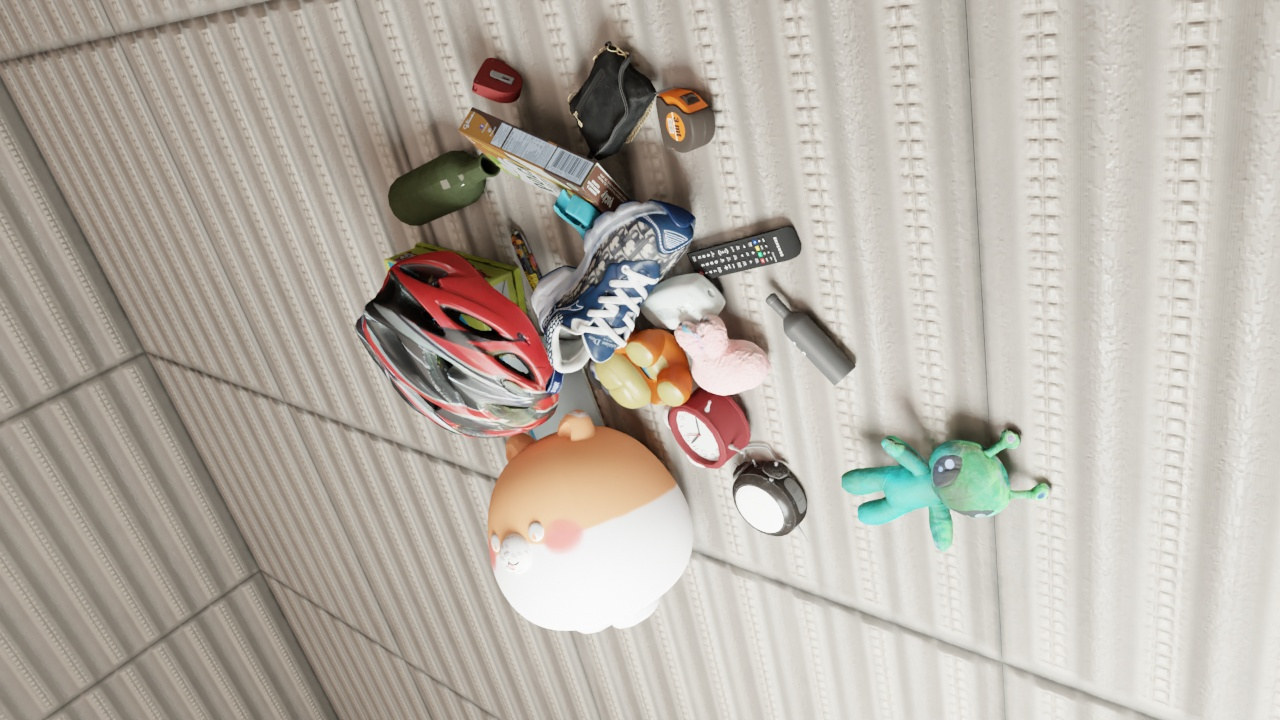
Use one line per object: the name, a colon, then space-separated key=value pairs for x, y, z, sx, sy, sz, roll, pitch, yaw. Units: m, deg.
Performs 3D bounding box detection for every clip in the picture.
clip: x=-0.048 y=-0.148 z=1.021 sx=0.103 sy=0.027 sz=0.120 roll=20 pitch=171 yaw=35

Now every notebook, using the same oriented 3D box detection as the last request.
notebook: x=-0.118 y=0.076 z=1.332 sx=0.181 sy=0.009 sz=0.253 roll=4 pitch=121 yaw=44

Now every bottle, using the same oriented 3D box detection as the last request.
bottle: x=0.170 y=-0.025 z=0.939 sx=0.113 sy=0.030 sz=0.030 roll=47 pitch=142 yaw=7
bottle: x=-0.249 y=-0.227 z=1.182 sx=0.207 sy=0.071 sz=0.071 roll=-8 pitch=113 yaw=48

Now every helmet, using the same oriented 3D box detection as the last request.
helmet: x=-0.224 y=-0.006 z=1.146 sx=0.272 sy=0.166 sz=0.218 roll=43 pitch=146 yaw=-5

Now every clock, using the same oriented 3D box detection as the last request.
clock: x=0.076 y=0.082 z=1.098 sx=0.096 sy=0.048 sz=0.138 roll=57 pitch=150 yaw=-5
clock: x=0.150 y=0.163 z=1.095 sx=0.091 sy=0.043 sz=0.123 roll=-9 pitch=112 yaw=49

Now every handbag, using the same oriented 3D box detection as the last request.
handbag: x=-0.035 y=-0.267 z=0.947 sx=0.079 sy=0.054 sz=0.129 roll=54 pitch=145 yaw=5

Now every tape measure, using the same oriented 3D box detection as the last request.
tape measure: x=0.047 y=-0.237 z=0.900 sx=0.059 sy=0.038 sz=0.058 roll=24 pitch=135 yaw=51
tape measure: x=-0.159 y=-0.318 z=1.040 sx=0.051 sy=0.058 sz=0.019 roll=19 pitch=139 yaw=-5

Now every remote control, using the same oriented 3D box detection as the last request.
remote control: x=0.103 y=-0.110 z=0.954 sx=0.147 sy=0.015 sz=0.033 roll=-8 pitch=112 yaw=49
remote control: x=0.044 y=-0.064 z=1.029 sx=0.060 sy=0.028 sz=0.115 roll=43 pitch=152 yaw=-19

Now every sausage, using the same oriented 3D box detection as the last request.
sausage: x=-0.136 y=-0.103 z=1.204 sx=0.020 sy=0.020 sz=0.155 roll=-3 pitch=116 yaw=47

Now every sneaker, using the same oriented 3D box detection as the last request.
sneaker: x=-0.032 y=-0.064 z=0.999 sx=0.103 sy=0.132 sz=0.270 roll=19 pitch=144 yaw=-30

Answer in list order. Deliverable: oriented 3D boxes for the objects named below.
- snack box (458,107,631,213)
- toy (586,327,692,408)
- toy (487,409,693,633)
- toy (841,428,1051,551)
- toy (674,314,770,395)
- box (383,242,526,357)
snack box: x=-0.105 y=-0.216 z=1.027 sx=0.186 sy=0.031 sz=0.101 roll=29 pitch=177 yaw=28
toy: x=-0.006 y=0.006 z=1.098 sx=0.112 sy=0.096 sz=0.176 roll=52 pitch=167 yaw=-17
toy: x=-0.076 y=0.211 z=1.192 sx=0.264 sy=0.265 sz=0.280 roll=-23 pitch=89 yaw=41
toy: x=0.291 y=0.119 z=0.902 sx=0.194 sy=0.072 sz=0.130 roll=-19 pitch=106 yaw=42
toy: x=0.086 y=-0.006 z=1.011 sx=0.105 sy=0.053 sz=0.109 roll=48 pitch=149 yaw=-22
box: x=-0.261 y=-0.086 z=1.299 sx=0.221 sy=0.079 sz=0.124 roll=17 pitch=125 yaw=41
